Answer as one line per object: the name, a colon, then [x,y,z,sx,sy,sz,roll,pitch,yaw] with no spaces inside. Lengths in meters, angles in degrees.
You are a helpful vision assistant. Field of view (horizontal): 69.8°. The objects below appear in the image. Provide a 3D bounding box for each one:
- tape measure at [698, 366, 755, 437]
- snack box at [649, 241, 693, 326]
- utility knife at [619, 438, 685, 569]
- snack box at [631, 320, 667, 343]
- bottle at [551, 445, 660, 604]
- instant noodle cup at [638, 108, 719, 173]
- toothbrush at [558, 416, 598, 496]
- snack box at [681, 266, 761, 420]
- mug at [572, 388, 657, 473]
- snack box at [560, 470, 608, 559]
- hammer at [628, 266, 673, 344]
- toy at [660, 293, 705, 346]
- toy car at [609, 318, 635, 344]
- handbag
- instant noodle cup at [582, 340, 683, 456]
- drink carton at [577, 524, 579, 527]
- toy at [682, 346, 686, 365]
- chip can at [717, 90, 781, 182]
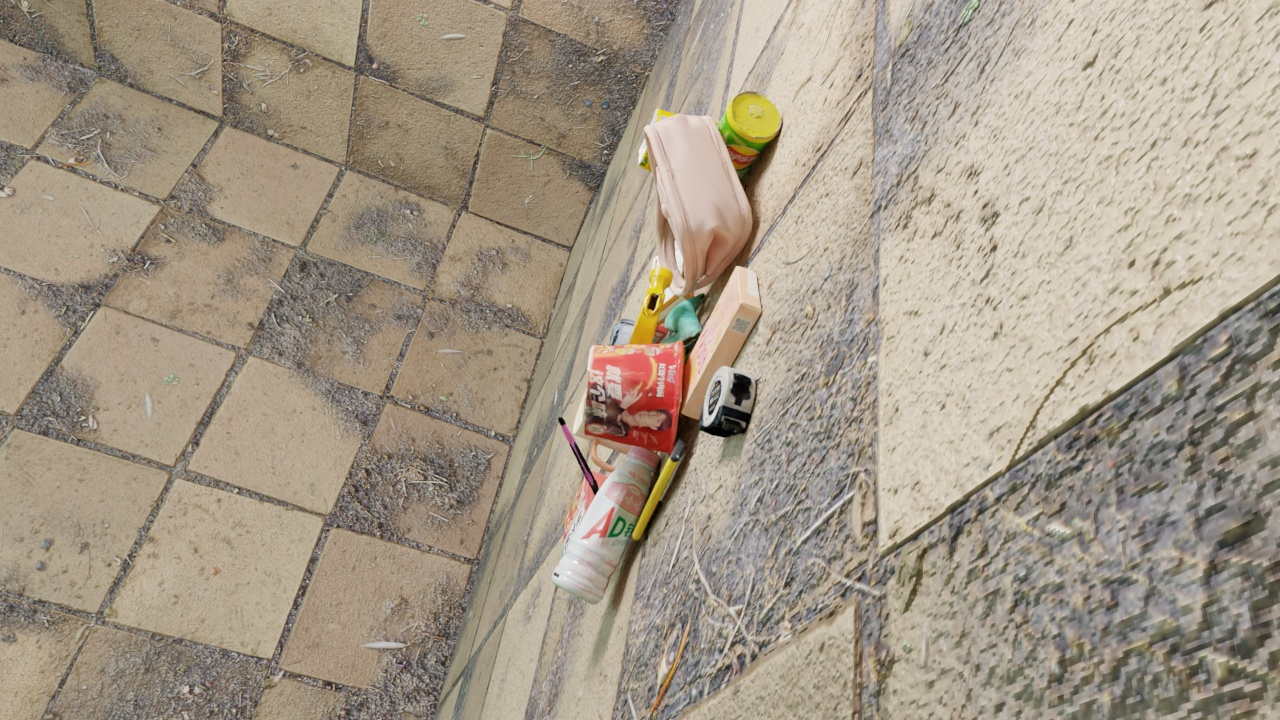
tape measure: [0.085,0.040,0.891,0.066,0.033,0.066,155,131,-74]
snack box: [0.046,-0.122,1.354,0.075,0.026,0.153,-37,28,32]
utility knife: [0.011,0.176,1.072,0.033,0.015,0.217,-53,-12,-57]
snack box: [0.014,-0.053,1.456,0.156,0.027,0.076,131,156,-64]
bottle: [-0.037,0.196,1.125,0.196,0.068,0.068,-63,8,-12]
instant noodle cup: [0.067,-0.320,1.408,0.115,0.123,0.116,-88,20,-58]
toothbrush: [-0.070,0.149,1.230,0.189,0.014,0.017,67,-152,-26]
snack box: [0.086,-0.018,1.014,0.084,0.026,0.158,-86,19,-56]
mug: [-0.030,0.090,1.194,0.082,0.106,0.114,129,159,-62]
snack box: [-0.084,0.248,1.357,0.113,0.044,0.127,-90,21,-62]
hammer: [-0.007,0.007,1.261,0.301,0.033,0.128,106,-178,-57]
toy: [0.052,-0.043,1.188,0.096,0.030,0.091,-36,27,11]
toy car: [-0.030,-0.012,1.536,0.037,0.054,0.120,129,158,-67]
handbag: [0.057,-0.179,1.187,0.235,0.093,0.193,103,154,-62]
instant noodle cup: [-0.009,0.040,1.077,0.138,0.108,0.138,151,124,-90]
drink carton: [-0.053,0.234,1.219,0.123,0.045,0.053,128,154,-62]
toy: [0.037,0.004,1.223,0.100,0.031,0.096,125,164,-57]
chip can: [0.109,-0.262,1.223,0.222,0.072,0.072,130,158,-62]
